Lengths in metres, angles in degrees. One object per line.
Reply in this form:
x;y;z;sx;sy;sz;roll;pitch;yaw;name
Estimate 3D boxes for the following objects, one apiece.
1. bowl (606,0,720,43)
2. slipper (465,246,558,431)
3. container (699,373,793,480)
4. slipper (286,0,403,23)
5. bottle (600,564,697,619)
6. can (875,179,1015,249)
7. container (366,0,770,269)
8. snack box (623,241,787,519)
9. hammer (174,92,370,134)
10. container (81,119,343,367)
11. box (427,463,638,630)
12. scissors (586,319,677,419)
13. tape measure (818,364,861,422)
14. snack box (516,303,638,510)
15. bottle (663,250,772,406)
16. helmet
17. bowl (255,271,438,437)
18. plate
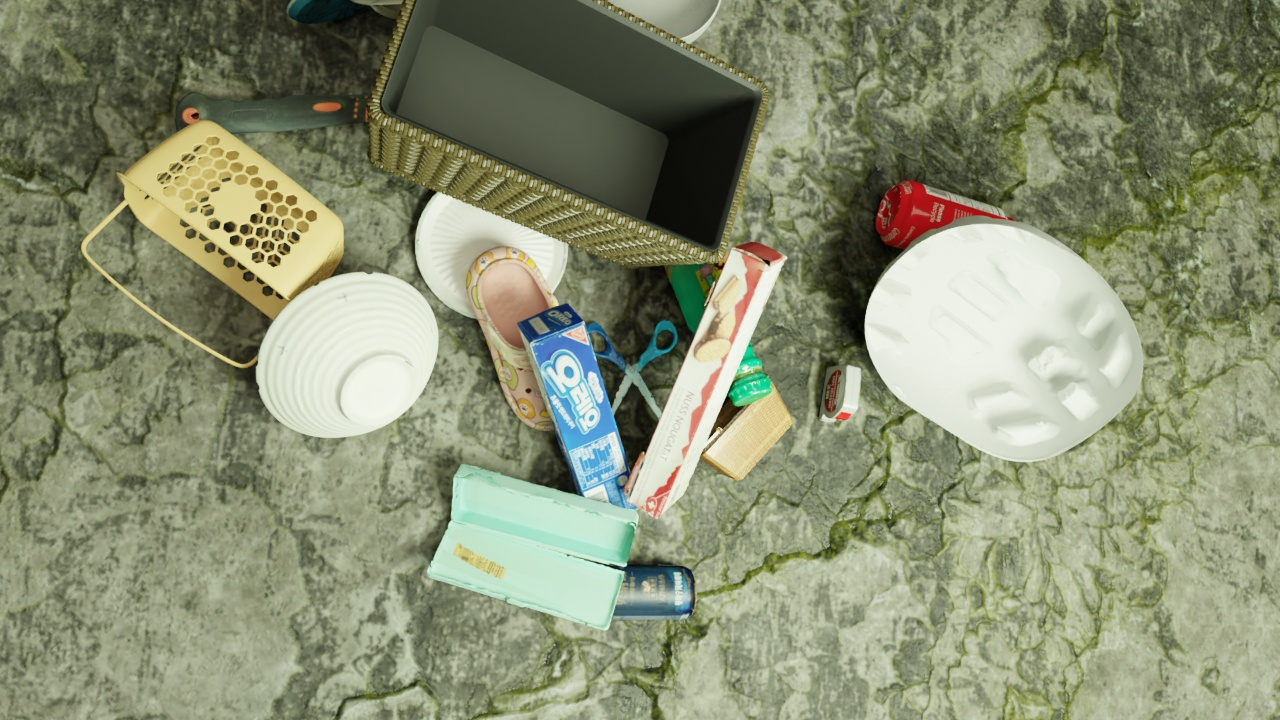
0.015;-0.393;0.981;0.131;0.064;0.131;1;87;-13;bowl
-0.106;-0.022;0.919;0.093;0.081;0.197;-24;101;-13;slipper
0.106;0.073;0.979;0.114;0.063;0.061;-46;104;-11;container
-0.207;-0.381;0.916;0.294;0.118;0.060;-31;105;-19;slipper
-0.024;0.238;0.943;0.160;0.056;0.056;3;86;-11;bottle
0.343;-0.150;1.032;0.142;0.074;0.074;14;84;-11;can
-0.083;-0.213;0.853;0.320;0.205;0.176;20;81;-21;container
0.060;0.019;0.877;0.044;0.076;0.273;27;111;15;snack box
-0.293;-0.254;0.929;0.333;0.033;0.133;-6;89;-11;hammer
-0.390;-0.104;0.850;0.183;0.129;0.166;38;71;-8;container
-0.104;0.179;0.893;0.187;0.078;0.109;17;55;5;box
-0.015;0.005;0.982;0.129;0.014;0.127;26;86;-13;scissors
0.220;0.036;1.003;0.020;0.062;0.060;13;81;-11;tape measure
-0.057;0.057;0.895;0.059;0.059;0.227;-23;121;-11;snack box
0.078;-0.055;0.948;0.068;0.068;0.209;-18;74;-12;bottle
0.365;-0.033;0.962;0.282;0.183;0.225;24;117;-22;helmet
-0.254;0.012;0.849;0.177;0.071;0.178;-23;131;-29;bowl
-0.154;-0.119;0.957;0.157;0.014;0.157;1;87;-12;plate
